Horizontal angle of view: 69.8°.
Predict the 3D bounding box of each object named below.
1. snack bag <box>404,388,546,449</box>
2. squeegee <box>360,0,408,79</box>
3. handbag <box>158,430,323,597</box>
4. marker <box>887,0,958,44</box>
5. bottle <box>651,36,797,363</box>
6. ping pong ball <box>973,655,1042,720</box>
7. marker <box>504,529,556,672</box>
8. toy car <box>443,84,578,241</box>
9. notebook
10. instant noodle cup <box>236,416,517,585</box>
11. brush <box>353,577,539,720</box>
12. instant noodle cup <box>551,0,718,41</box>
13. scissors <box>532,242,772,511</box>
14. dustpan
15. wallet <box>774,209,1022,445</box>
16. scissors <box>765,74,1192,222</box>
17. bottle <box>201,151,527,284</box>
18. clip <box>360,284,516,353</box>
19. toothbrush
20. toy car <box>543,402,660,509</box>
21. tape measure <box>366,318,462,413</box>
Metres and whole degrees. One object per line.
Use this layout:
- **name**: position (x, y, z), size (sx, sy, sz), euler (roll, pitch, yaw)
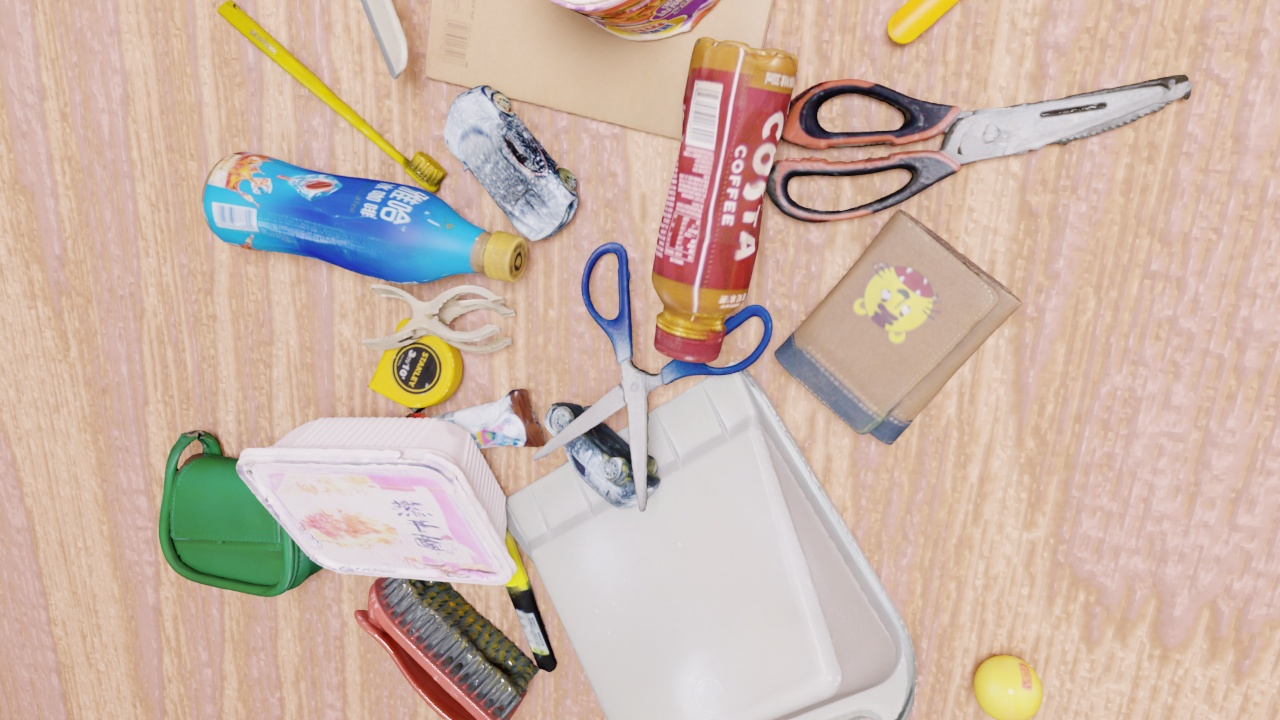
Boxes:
- **snack bag**: position (-0.117, 0.048, 0.648), size (0.105, 0.026, 0.045), euler (-13, 102, 21)
- **squeegee**: position (-0.095, -0.325, 0.497), size (0.247, 0.039, 0.246), euler (-23, 88, 19)
- **handbag**: position (-0.304, 0.117, 0.719), size (0.131, 0.067, 0.120), euler (7, 103, 18)
- **marker**: position (0.178, -0.209, 0.467), size (0.124, 0.015, 0.018), euler (-40, 93, 23)
- **bottle**: position (0.042, -0.086, 0.514), size (0.057, 0.057, 0.175), euler (15, 109, 14)
- **ping pong ball**: position (0.229, 0.205, 0.572), size (0.040, 0.040, 0.040), euler (6, 109, 17)
- **marker**: position (-0.087, 0.182, 0.690), size (0.018, 0.015, 0.124), euler (-12, 106, 17)
- **toy car**: position (-0.084, -0.123, 0.573), size (0.049, 0.031, 0.105), euler (-39, 91, 34)
- **notebook**: position (-0.027, -0.219, 0.536), size (0.211, 0.012, 0.150), euler (17, 113, 13)
- **instant noodle cup**: position (-0.175, 0.092, 0.643), size (0.174, 0.060, 0.138), euler (-2, 133, 19)
- **brush**: position (-0.152, 0.221, 0.698), size (0.146, 0.063, 0.069), euler (42, 102, 3)
- **instant noodle cup**: position (-0.012, -0.223, 0.468), size (0.112, 0.099, 0.112), euler (5, 109, 16)
- **scissors**: position (0.001, 0.003, 0.568), size (0.176, 0.012, 0.162), euler (-26, 80, 3)
- **dustpan**: position (0.061, 0.172, 0.637), size (0.223, 0.142, 0.257), euler (-32, 66, 25)
- **wallet**: position (0.147, -0.017, 0.533), size (0.090, 0.033, 0.115), euler (40, 112, 4)
- **scissors**: position (0.170, -0.135, 0.493), size (0.177, 0.015, 0.211), euler (45, 115, 1)
- **bottle**: position (-0.179, -0.089, 0.603), size (0.219, 0.065, 0.065), euler (13, 111, 14)
- **clip**: position (-0.135, -0.028, 0.614), size (0.101, 0.035, 0.076), euler (0, 74, 11)
- **toothbrush**: position (-0.204, -0.177, 0.609), size (0.190, 0.015, 0.017), euler (40, 111, 3)
- **toy car**: position (-0.027, 0.060, 0.599), size (0.090, 0.042, 0.034), euler (41, 112, 25)
- **tape measure**: position (-0.153, 0.005, 0.643), size (0.057, 0.029, 0.060), euler (26, 95, 9)
